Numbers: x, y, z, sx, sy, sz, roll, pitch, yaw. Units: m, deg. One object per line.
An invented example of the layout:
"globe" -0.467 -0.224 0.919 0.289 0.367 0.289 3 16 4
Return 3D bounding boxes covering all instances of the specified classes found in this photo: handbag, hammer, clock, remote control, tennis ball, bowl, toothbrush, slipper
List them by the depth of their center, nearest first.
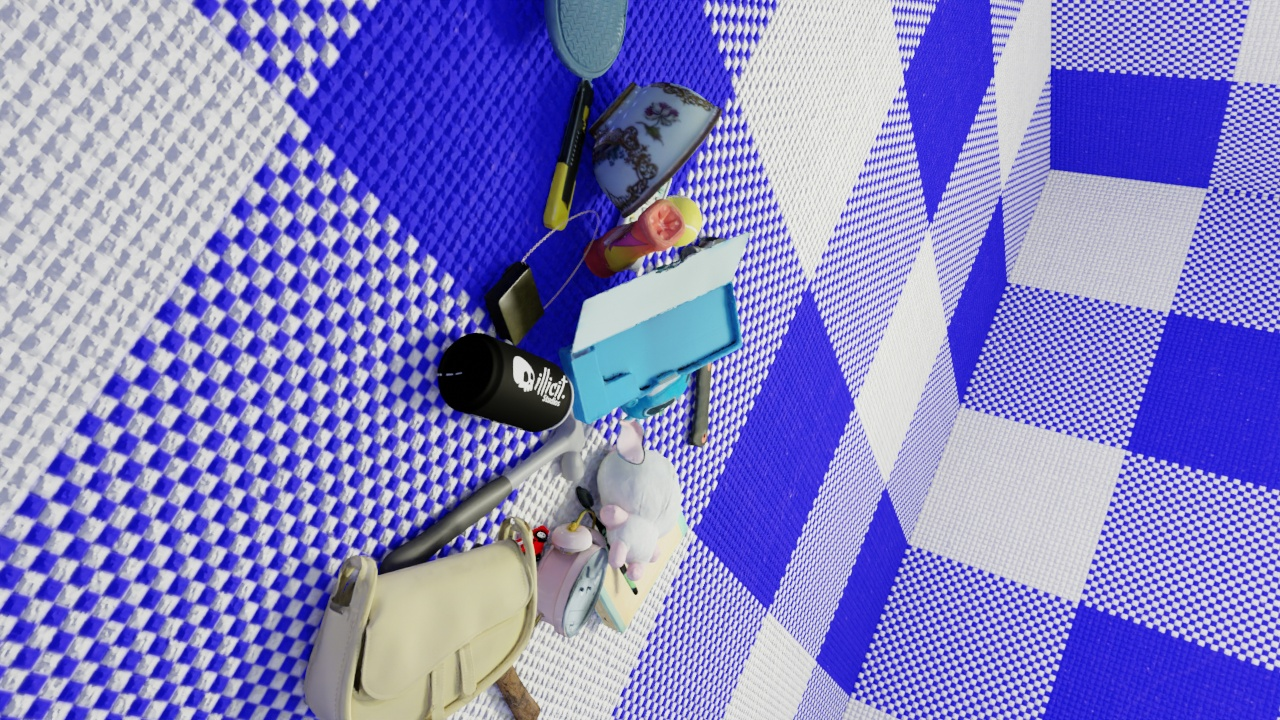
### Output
"handbag" -0.202 0.264 0.898 0.232 0.089 0.191 -9 111 -43
"slipper" -0.058 -0.382 0.903 0.103 0.059 0.213 23 70 -51
"handbag" -0.099 -0.101 0.989 0.177 0.027 0.084 -52 150 -28
"bowl" 0.001 -0.246 1.005 0.094 0.160 0.159 42 61 -13
"hammer" -0.164 0.145 1.008 0.309 0.029 0.125 -36 134 -45
"hammer" -0.179 0.352 1.078 0.119 0.033 0.331 -42 140 -27
"remote control" -0.003 -0.176 1.118 0.050 0.022 0.133 24 83 -38
"clock" -0.085 0.262 1.144 0.117 0.059 0.158 40 69 -71
"tennis ball" 0.045 -0.176 1.158 0.065 0.065 0.065 -32 130 -49
"toothbrush" -0.040 0.240 1.209 0.014 0.017 0.188 -44 119 -36
"hammer" 0.095 -0.020 1.354 0.132 0.033 0.334 -29 129 -51

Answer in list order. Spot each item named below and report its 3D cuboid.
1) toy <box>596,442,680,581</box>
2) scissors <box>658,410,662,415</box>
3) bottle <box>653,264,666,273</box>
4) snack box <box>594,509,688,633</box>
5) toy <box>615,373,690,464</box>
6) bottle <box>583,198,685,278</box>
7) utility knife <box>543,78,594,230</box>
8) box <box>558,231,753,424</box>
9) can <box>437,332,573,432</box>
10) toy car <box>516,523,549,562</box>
"toy" -0.005 0.197 1.191 0.139 0.102 0.179 48 41 -35
"scissors" 0.023 0.027 1.271 0.122 0.012 0.127 -34 130 -46
"bottle" 0.046 -0.079 1.230 0.042 0.043 0.110 -59 147 -24
"snack box" -0.007 0.270 1.307 0.193 0.044 0.141 -54 143 -30
"toy" -0.007 0.007 1.134 0.191 0.099 0.223 41 68 -50
"bottle" -0.011 -0.132 1.026 0.048 0.134 0.071 52 54 -13
"utility knife" -0.074 -0.227 0.988 0.028 0.020 0.174 5 98 -61
"box" 0.018 -0.048 1.047 0.242 0.060 0.176 -26 134 -31
"can" -0.136 0.026 0.944 0.146 0.080 0.080 27 81 -59
"toy car" -0.143 0.225 1.080 0.089 0.025 0.038 -17 136 -50
